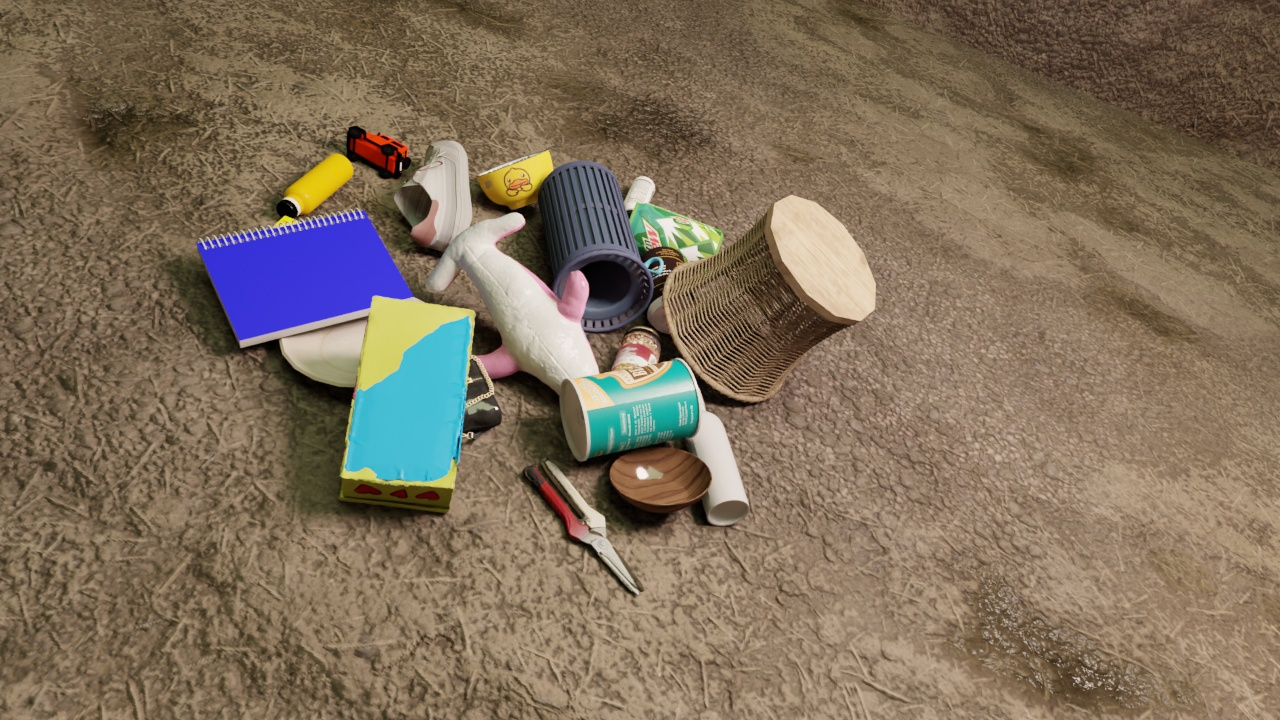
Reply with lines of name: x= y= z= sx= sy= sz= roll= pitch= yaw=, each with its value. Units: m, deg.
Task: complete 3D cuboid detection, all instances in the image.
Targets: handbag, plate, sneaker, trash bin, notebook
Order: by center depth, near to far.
handbag: x=-0.218 y=0.043 z=1.092 sx=0.079 sy=0.054 sz=0.128 roll=-18 pitch=56 yaw=-24
plate: x=-0.335 y=-0.024 z=1.111 sx=0.188 sy=0.027 sz=0.188 roll=6 pitch=41 yaw=-6
notebook: x=-0.413 y=-0.109 z=1.131 sx=0.208 sy=0.022 sz=0.171 roll=-18 pitch=60 yaw=-30
trash bin: x=-0.073 y=-0.174 z=1.319 sx=0.139 sy=0.140 sz=0.249 roll=5 pitch=41 yaw=-19
sneaker: x=-0.307 y=-0.249 z=1.328 sx=0.089 sy=0.099 sz=0.235 roll=14 pitch=41 yaw=-32

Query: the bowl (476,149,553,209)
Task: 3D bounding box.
bowl: x=-0.186 y=-0.274 z=1.416 sx=0.117 sy=0.068 sz=0.117 roll=-19 pitch=16 yaw=6

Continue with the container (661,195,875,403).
container: x=0.177 y=-0.086 z=1.231 sx=0.226 sy=0.197 sz=0.226 roll=23 pitch=49 yaw=-29

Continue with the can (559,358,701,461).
can: x=-0.013 y=0.058 z=1.102 sx=0.143 sy=0.099 sz=0.099 roll=-10 pitch=49 yaw=-20

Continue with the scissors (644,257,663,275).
scissors: x=-0.010 y=-0.134 z=1.342 sx=0.015 sy=0.118 sz=0.139 roll=32 pitch=36 yaw=-42

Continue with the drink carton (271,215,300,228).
drink carton: x=-0.419 y=-0.134 z=1.196 sx=0.134 sy=0.043 sz=0.058 roll=23 pitch=43 yaw=3

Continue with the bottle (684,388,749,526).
bottle: x=0.085 y=0.110 z=1.140 sx=0.052 sy=0.053 sz=0.195 roll=5 pitch=43 yaw=-19

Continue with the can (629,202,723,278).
can: x=0.048 y=-0.187 z=1.426 sx=0.144 sy=0.083 sz=0.082 roll=20 pitch=40 yaw=-2

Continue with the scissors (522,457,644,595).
scissors: x=-0.067 y=0.184 z=1.022 sx=0.140 sy=0.015 sz=0.188 roll=7 pitch=42 yaw=-19

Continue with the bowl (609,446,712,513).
bowl: x=0.023 y=0.146 z=1.073 sx=0.119 sy=0.032 sz=0.119 roll=1 pitch=27 yaw=-1

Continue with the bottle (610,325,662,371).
bottle: x=-0.007 y=0.007 z=1.210 sx=0.056 sy=0.056 sz=0.105 roll=21 pitch=40 yaw=-2

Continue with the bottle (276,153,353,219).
bottle: x=-0.461 y=-0.243 z=1.295 sx=0.043 sy=0.043 sz=0.143 roll=23 pitch=40 yaw=2

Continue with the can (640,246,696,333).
can: x=0.038 y=-0.105 z=1.341 sx=0.072 sy=0.072 sz=0.128 roll=7 pitch=43 yaw=-17

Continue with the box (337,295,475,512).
box: x=-0.252 y=0.047 z=1.000 sx=0.124 sy=0.080 sz=0.220 roll=6 pitch=63 yaw=-13

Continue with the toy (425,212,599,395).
toy: x=-0.144 y=-0.056 z=1.177 sx=0.265 sy=0.187 sz=0.127 roll=52 pitch=6 yaw=1

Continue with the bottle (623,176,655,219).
bottle: x=-0.006 y=-0.261 z=1.517 sx=0.041 sy=0.041 sz=0.115 roll=20 pitch=40 yaw=-2

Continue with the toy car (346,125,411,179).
toy car: x=-0.400 y=-0.319 z=1.399 sx=0.100 sy=0.051 sz=0.048 roll=28 pitch=43 yaw=6
